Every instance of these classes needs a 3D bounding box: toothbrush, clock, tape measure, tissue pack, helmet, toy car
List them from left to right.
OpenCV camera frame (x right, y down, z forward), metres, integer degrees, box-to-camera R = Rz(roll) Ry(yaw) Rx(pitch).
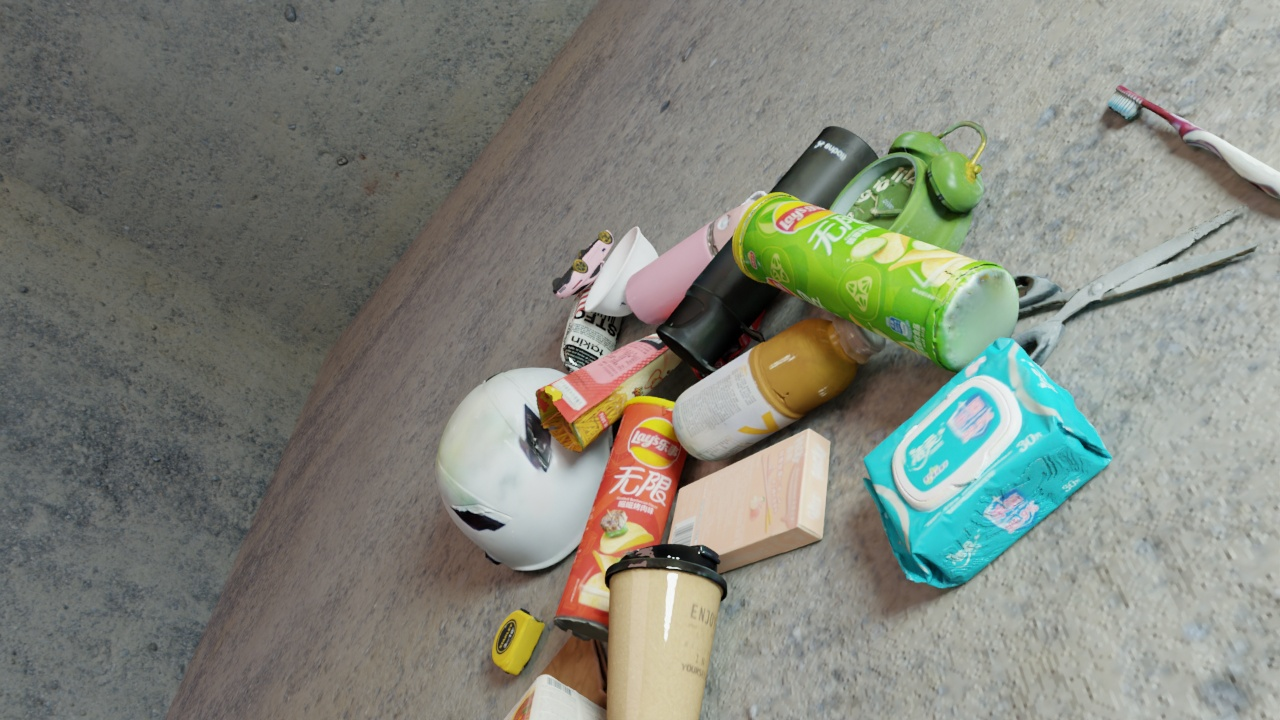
[{"bbox_3d":[-0.142,0.104,1.021,0.229,0.146,0.258,-54,23,9],"label":"helmet"},{"bbox_3d":[-0.121,0.278,0.907,0.057,0.029,0.060,-1,59,62],"label":"tape measure"},{"bbox_3d":[-0.068,-0.118,1.146,0.056,0.037,0.122,-33,17,43],"label":"toy car"},{"bbox_3d":[0.085,-0.036,0.866,0.045,0.053,0.120,24,78,28],"label":"toy car"},{"bbox_3d":[0.209,-0.120,0.723,0.161,0.056,0.116,-50,25,18],"label":"clock"},{"bbox_3d":[0.192,0.060,0.534,0.134,0.050,0.093,-49,25,20],"label":"tissue pack"},{"bbox_3d":[0.330,-0.131,0.549,0.017,0.016,0.187,-55,22,26],"label":"toothbrush"}]

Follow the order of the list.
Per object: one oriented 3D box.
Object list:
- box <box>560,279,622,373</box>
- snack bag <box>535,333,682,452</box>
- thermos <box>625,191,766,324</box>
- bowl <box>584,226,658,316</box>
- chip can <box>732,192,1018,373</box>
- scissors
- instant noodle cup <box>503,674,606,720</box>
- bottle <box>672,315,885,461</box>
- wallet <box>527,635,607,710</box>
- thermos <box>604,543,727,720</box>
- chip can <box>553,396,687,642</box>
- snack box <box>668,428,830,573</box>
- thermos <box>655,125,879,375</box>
[{"bbox_3d":[-0.056,-0.045,1.146,0.052,0.068,0.163,121,164,-52],"label":"box"},{"bbox_3d":[-0.005,0.005,0.924,0.207,0.073,0.129,-36,7,-23],"label":"snack bag"},{"bbox_3d":[0.067,-0.110,0.977,0.199,0.067,0.087,-31,36,49],"label":"thermos"},{"bbox_3d":[-0.010,-0.094,1.104,0.118,0.064,0.118,-53,15,21],"label":"bowl"},{"bbox_3d":[0.155,-0.060,0.637,0.072,0.072,0.221,-57,38,1],"label":"chip can"},{"bbox_3d":[0.270,-0.043,0.557,0.165,0.014,0.163,-54,24,9],"label":"scissors"},{"bbox_3d":[-0.066,0.308,0.672,0.116,0.116,0.124,-52,11,12],"label":"instant noodle cup"},{"bbox_3d":[0.107,0.019,0.732,0.190,0.068,0.067,-35,32,37],"label":"bottle"},{"bbox_3d":[-0.065,0.291,0.795,0.101,0.020,0.115,-53,21,7],"label":"wallet"},{"bbox_3d":[0.014,0.209,0.663,0.093,0.093,0.143,-32,42,46],"label":"thermos"},{"bbox_3d":[-0.011,0.139,0.812,0.073,0.073,0.216,-24,39,52],"label":"chip can"},{"bbox_3d":[0.080,0.117,0.715,0.158,0.026,0.084,-32,33,45],"label":"snack box"},{"bbox_3d":[0.122,-0.091,0.814,0.242,0.090,0.068,-50,-22,-6],"label":"thermos"}]
